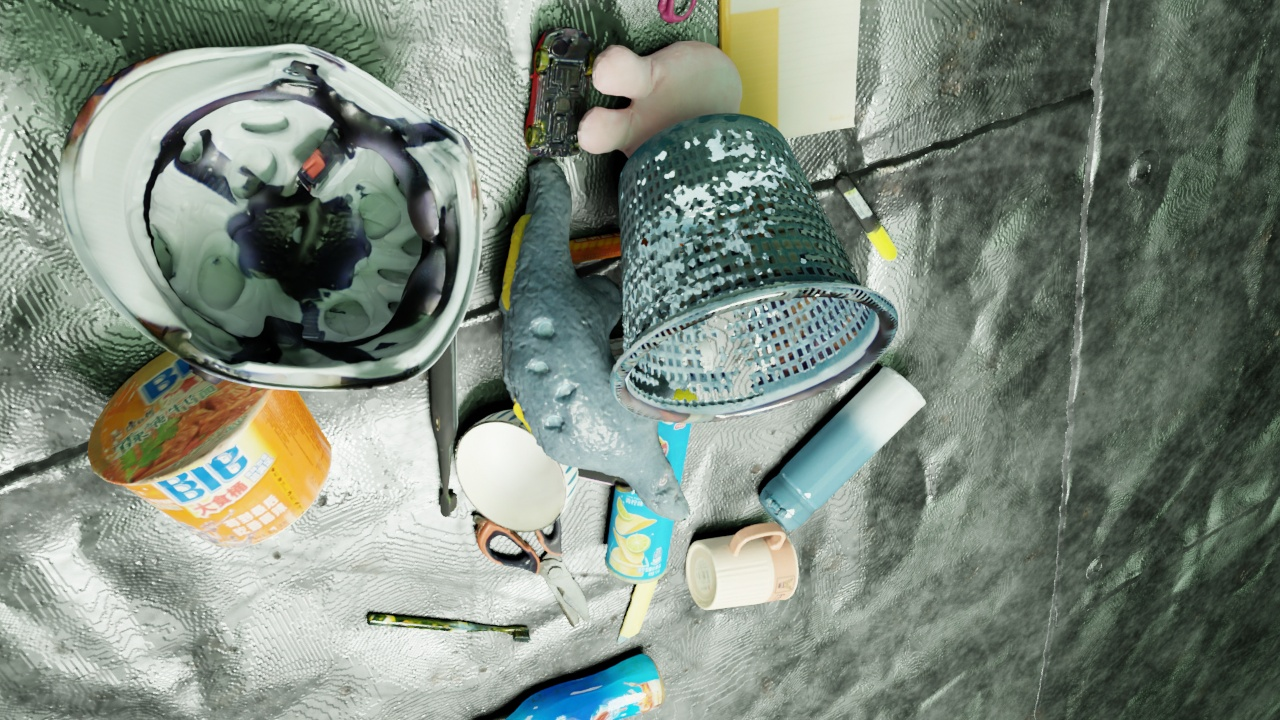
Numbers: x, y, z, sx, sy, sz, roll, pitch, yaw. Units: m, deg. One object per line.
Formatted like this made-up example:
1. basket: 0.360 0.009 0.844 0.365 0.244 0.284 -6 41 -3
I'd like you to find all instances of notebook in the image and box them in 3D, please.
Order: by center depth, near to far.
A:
1. notebook: 0.135 -0.300 0.819 0.145 0.010 0.207 -15 122 -19

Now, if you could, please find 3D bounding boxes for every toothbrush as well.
1. toothbrush: -0.179 0.056 0.845 0.027 0.026 0.213 -39 141 -52
2. toothbrush: -0.197 0.282 0.963 0.185 0.017 0.012 17 114 -33

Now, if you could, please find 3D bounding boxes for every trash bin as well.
1. trash bin: 0.071 -0.080 0.750 0.226 0.194 0.227 -10 155 -5

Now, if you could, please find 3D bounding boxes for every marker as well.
1. marker: 0.234 -0.148 0.953 0.018 0.015 0.124 -45 124 0

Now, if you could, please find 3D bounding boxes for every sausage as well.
1. sausage: -0.019 -0.106 0.839 0.165 0.021 0.021 -12 121 -22

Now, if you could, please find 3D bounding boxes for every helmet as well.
1. helmet: -0.248 -0.091 0.642 0.258 0.146 0.229 11 84 -24

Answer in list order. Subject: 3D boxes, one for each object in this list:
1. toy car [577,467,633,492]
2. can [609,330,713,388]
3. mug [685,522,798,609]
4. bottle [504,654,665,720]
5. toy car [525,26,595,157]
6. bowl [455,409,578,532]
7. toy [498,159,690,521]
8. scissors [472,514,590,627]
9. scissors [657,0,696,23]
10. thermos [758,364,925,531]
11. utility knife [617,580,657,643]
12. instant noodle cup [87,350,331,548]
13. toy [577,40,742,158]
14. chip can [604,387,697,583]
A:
1. toy car: -0.043 0.091 0.897 0.122 0.037 0.056 11 114 14
2. can: -0.005 0.005 0.885 0.146 0.058 0.058 -9 120 -23
3. mug: 0.120 0.231 1.054 0.105 0.081 0.115 -2 132 -25
4. bottle: -0.081 0.404 1.063 0.218 0.065 0.065 -13 121 -20
5. toy car: -0.066 -0.218 0.746 0.049 0.031 0.106 -6 127 -26
6. bowl: -0.108 0.096 0.864 0.066 0.116 0.117 -45 146 -58
7. toy: -0.048 0.012 0.794 0.137 0.092 0.356 -37 112 -36
8. scissors: -0.111 0.221 0.977 0.193 0.015 0.207 4 114 -31
9. scissors: 0.028 -0.336 0.737 0.133 0.017 0.136 -20 125 -12
10. thermos: 0.228 0.104 1.059 0.220 0.070 0.070 -45 127 3
11. utility knife: 0.003 0.267 1.060 0.031 0.018 0.163 5 112 -25
12. instant noodle cup: -0.319 0.066 0.707 0.151 0.151 0.111 -31 134 -9
13. toy: 0.018 -0.213 0.774 0.159 0.054 0.121 1 117 -40
14. chip can: 0.009 0.127 0.951 0.071 0.071 0.211 -5 118 -25
